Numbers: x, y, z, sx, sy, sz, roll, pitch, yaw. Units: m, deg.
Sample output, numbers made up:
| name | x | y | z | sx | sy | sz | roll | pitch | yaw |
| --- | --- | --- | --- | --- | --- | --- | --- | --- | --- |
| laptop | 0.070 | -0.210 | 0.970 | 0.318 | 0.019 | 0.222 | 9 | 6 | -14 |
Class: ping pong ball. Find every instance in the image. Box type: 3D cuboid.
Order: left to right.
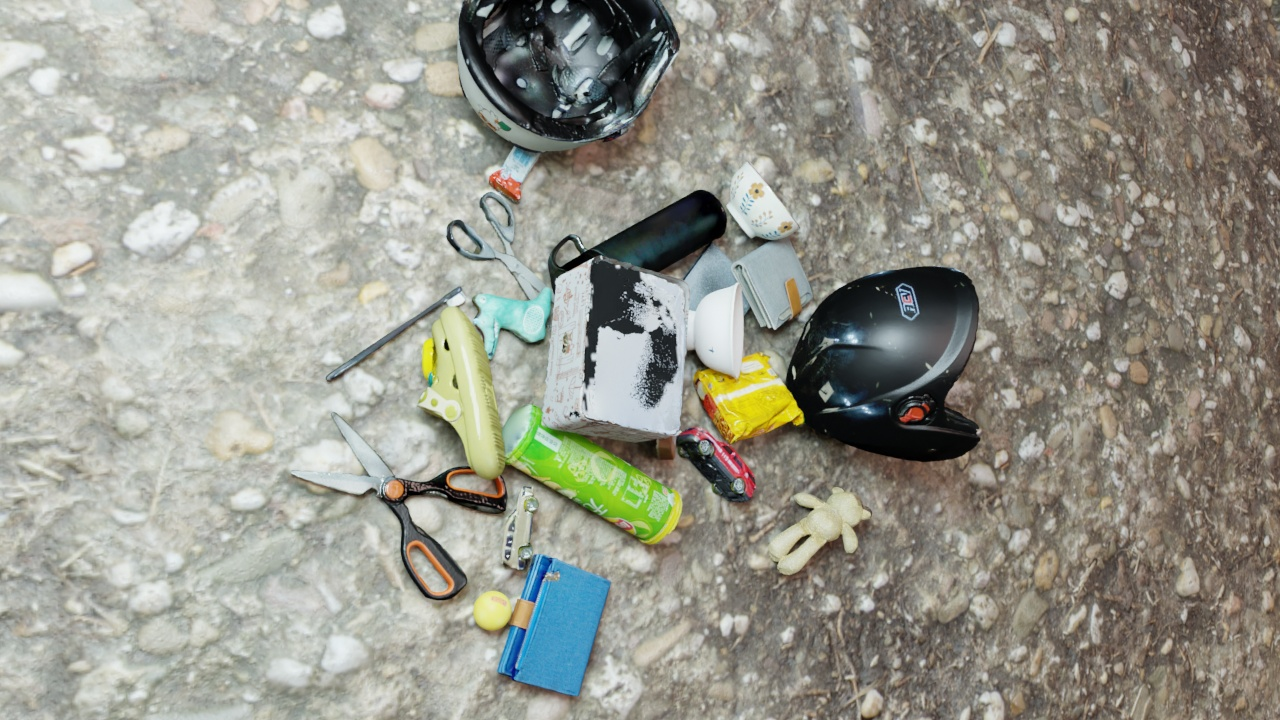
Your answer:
| name | x | y | z | sx | sy | sz | roll | pitch | yaw |
| --- | --- | --- | --- | --- | --- | --- | --- | --- | --- |
| ping pong ball | -0.156 | 0.263 | 0.964 | 0.040 | 0.040 | 0.040 | 6 | 78 | -31 |

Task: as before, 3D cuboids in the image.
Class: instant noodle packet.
| name | x | y | z | sx | sy | sz | roll | pitch | yaw |
| --- | --- | --- | --- | --- | --- | --- | --- | --- | --- |
| instant noodle packet | 0.138 | 0.047 | 1.170 | 0.128 | 0.044 | 0.110 | -13 | 63 | -34 |

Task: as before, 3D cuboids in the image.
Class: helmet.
| name | x | y | z | sx | sy | sz | roll | pitch | yaw |
| --- | --- | --- | --- | --- | --- | --- | --- | --- | --- |
| helmet | -0.100 | -0.341 | 1.041 | 0.230 | 0.157 | 0.273 | 42 | 66 | -13 |
| helmet | 0.316 | -0.002 | 1.175 | 0.230 | 0.275 | 0.232 | 8 | 52 | -5 |

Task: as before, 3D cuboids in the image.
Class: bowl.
| name | x | y | z | sx | sy | sz | roll | pitch | yaw |
| --- | --- | --- | --- | --- | --- | --- | --- | --- | --- |
| bowl | 0.090 | -0.037 | 1.133 | 0.065 | 0.118 | 0.118 | 1 | 77 | 12 |
| bowl | 0.154 | -0.202 | 1.216 | 0.062 | 0.113 | 0.113 | -37 | 105 | 11 |

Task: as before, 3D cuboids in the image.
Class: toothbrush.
| name | x | y | z | sx | sy | sz | roll | pitch | yaw |
| --- | --- | --- | --- | --- | --- | --- | --- | --- | --- |
| toothbrush | -0.256 | -0.028 | 0.971 | 0.180 | 0.016 | 0.018 | -38 | 110 | -32 |

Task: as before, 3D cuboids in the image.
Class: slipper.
| name | x | y | z | sx | sy | sz | roll | pitch | yaw |
| --- | --- | --- | --- | --- | --- | --- | --- | --- | --- |
| slipper | -0.193 | 0.036 | 0.953 | 0.081 | 0.092 | 0.190 | -15 | 74 | -4 |

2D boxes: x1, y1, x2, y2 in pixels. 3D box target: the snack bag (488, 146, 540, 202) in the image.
| name | x | y | z | sx | sy | sz | roll | pitch | yaw |
| --- | --- | --- | --- | --- | --- | --- | --- | --- | --- |
| snack bag | -0.140 | -0.235 | 1.074 | 0.045 | 0.026 | 0.105 | 31 | 65 | -14 |

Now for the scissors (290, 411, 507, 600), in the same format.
| name | x | y | z | sx | sy | sz | roll | pitch | yaw |
| --- | --- | --- | --- | --- | --- | --- | --- | --- | --- |
| scissors | -0.236 | 0.143 | 0.952 | 0.224 | 0.022 | 0.221 | -18 | 85 | -35 |

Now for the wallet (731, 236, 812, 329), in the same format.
| name | x | y | z | sx | sy | sz | roll | pitch | yaw |
| --- | --- | --- | --- | --- | --- | --- | --- | --- | --- |
| wallet | 0.184 | -0.105 | 1.229 | 0.129 | 0.037 | 0.106 | -34 | 99 | -47 |

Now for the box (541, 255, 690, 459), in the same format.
| name | x | y | z | sx | sy | sz | roll | pitch | yaw |
| --- | --- | --- | --- | --- | --- | --- | --- | --- | --- |
| box | 0.004 | 0.006 | 1.017 | 0.272 | 0.130 | 0.179 | 26 | 64 | -57 |

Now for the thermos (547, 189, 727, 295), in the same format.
| name | x | y | z | sx | sy | sz | roll | pitch | yaw |
| --- | --- | --- | --- | --- | --- | --- | --- | --- | --- |
| thermos | -0.004 | -0.143 | 1.115 | 0.241 | 0.069 | 0.090 | -32 | 93 | -33 |

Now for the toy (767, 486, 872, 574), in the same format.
| name | x | y | z | sx | sy | sz | roll | pitch | yaw |
| --- | --- | --- | --- | --- | --- | --- | --- | --- | --- |
| toy | 0.234 | 0.224 | 1.206 | 0.157 | 0.066 | 0.105 | -30 | 55 | -28 |

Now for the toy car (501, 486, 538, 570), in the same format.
| name | x | y | z | sx | sy | sz | roll | pitch | yaw |
| --- | --- | --- | --- | --- | --- | --- | --- | --- | --- |
| toy car | -0.129 | 0.180 | 0.994 | 0.035 | 0.042 | 0.090 | 10 | 81 | -7 |

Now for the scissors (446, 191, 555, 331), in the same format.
| name | x | y | z | sx | sy | sz | roll | pitch | yaw |
| --- | --- | --- | --- | --- | --- | --- | --- | --- | --- |
| scissors | -0.151 | -0.112 | 1.055 | 0.165 | 0.014 | 0.163 | 2 | 83 | -33 |

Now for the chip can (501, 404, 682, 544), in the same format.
| name | x | y | z | sx | sy | sz | roll | pitch | yaw |
| --- | --- | --- | --- | --- | --- | --- | --- | --- | --- |
| chip can | -0.058 | 0.129 | 1.031 | 0.221 | 0.073 | 0.072 | 34 | 65 | -23 |

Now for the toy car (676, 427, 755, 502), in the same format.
| name | x | y | z | sx | sy | sz | roll | pitch | yaw |
| --- | --- | --- | --- | --- | --- | --- | --- | --- | --- |
| toy car | 0.095 | 0.126 | 1.139 | 0.120 | 0.053 | 0.045 | 47 | 60 | -19 |

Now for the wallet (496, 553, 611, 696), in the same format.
| name | x | y | z | sx | sy | sz | roll | pitch | yaw |
| --- | --- | --- | --- | --- | --- | --- | --- | --- | --- |
| wallet | -0.092 | 0.289 | 1.001 | 0.106 | 0.040 | 0.132 | 30 | 66 | -33 |

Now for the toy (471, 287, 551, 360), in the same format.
| name | x | y | z | sx | sy | sz | roll | pitch | yaw |
| --- | --- | --- | --- | --- | --- | --- | --- | --- | --- |
| toy | -0.148 | -0.044 | 1.033 | 0.091 | 0.030 | 0.096 | 12 | 82 | -22 |

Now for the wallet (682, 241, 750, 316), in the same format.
| name | x | y | z | sx | sy | sz | roll | pitch | yaw |
| --- | --- | --- | --- | --- | --- | --- | --- | --- | --- |
| wallet | 0.094 | -0.082 | 1.197 | 0.097 | 0.019 | 0.120 | 43 | 63 | -16 |
